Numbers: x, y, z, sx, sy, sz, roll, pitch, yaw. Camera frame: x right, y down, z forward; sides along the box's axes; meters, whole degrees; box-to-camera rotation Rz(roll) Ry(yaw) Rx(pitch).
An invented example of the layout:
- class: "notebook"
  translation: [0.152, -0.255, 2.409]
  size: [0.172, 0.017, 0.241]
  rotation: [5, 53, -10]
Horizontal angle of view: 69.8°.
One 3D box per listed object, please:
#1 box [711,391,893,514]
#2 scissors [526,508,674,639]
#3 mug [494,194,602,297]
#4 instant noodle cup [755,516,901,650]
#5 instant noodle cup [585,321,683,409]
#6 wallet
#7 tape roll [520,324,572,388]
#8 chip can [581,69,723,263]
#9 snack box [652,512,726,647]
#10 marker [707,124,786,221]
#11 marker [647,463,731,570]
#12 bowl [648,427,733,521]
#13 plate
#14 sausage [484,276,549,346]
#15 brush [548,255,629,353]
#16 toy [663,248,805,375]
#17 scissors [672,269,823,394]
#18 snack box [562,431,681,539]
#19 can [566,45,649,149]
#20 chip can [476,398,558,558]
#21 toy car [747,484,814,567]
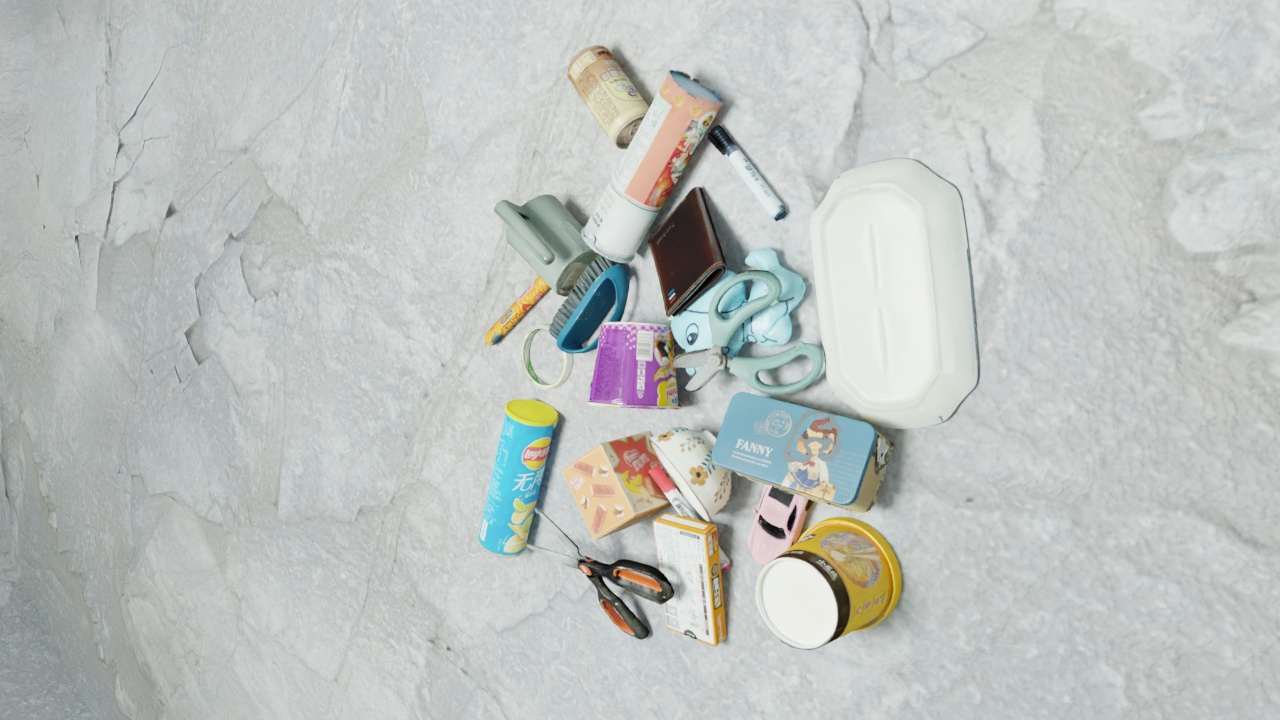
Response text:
- class: "box"
  translation: [0.160, 0.092, 0.949]
  size: [0.184, 0.062, 0.089]
  rotation: [12, 78, 35]
- class: "scissors"
  translation: [-0.048, 0.264, 1.116]
  size: [0.221, 0.021, 0.234]
  rotation: [-8, 123, 46]
- class: "mug"
  translation: [-0.113, -0.143, 1.120]
  size: [0.084, 0.123, 0.103]
  rotation: [-48, 68, 14]
- class: "instant noodle cup"
  translation: [0.185, 0.230, 0.931]
  size: [0.119, 0.114, 0.118]
  rotation: [8, 102, 39]
- class: "instant noodle cup"
  translation: [-0.006, 0.006, 1.068]
  size: [0.112, 0.111, 0.099]
  rotation: [0, 87, 40]
- class: "wallet"
  translation: [0.050, -0.121, 1.026]
  size: [0.097, 0.020, 0.122]
  rotation: [-42, 45, 35]
- class: "tape roll"
  translation: [-0.126, -0.006, 1.219]
  size: [0.086, 0.013, 0.086]
  rotation: [7, 101, 39]
- class: "chip can"
  translation: [0.010, -0.216, 1.038]
  size: [0.071, 0.071, 0.215]
  rotation: [47, 123, 25]
- class: "snack box"
  translation: [0.058, 0.257, 1.076]
  size: [0.075, 0.026, 0.154]
  rotation: [9, 115, 37]
- class: "marker"
  translation: [0.114, -0.202, 0.988]
  size: [0.022, 0.018, 0.130]
  rotation: [-30, 71, -7]
- class: "marker"
  translation: [0.058, 0.184, 1.074]
  size: [0.017, 0.017, 0.145]
  rotation: [-40, 83, 36]
- class: "bowl"
  translation: [0.066, 0.118, 1.034]
  size: [0.062, 0.113, 0.113]
  rotation: [-36, 68, -6]
- class: "plate"
  translation: [0.238, -0.062, 0.895]
  size: [0.162, 0.034, 0.266]
  rotation: [-3, 94, 40]
- class: "sausage"
  translation: [-0.167, -0.067, 1.239]
  size: [0.166, 0.021, 0.021]
  rotation: [-41, 70, 36]
- class: "brush"
  translation: [-0.057, -0.060, 1.127]
  size: [0.073, 0.055, 0.144]
  rotation: [53, 124, 23]
- class: "toy"
  translation: [0.097, -0.050, 1.006]
  size: [0.156, 0.049, 0.161]
  rotation: [22, 105, 33]
- class: "scissors"
  translation: [0.101, -0.029, 0.969]
  size: [0.177, 0.019, 0.172]
  rotation: [-4, 109, 29]
- class: "snack box"
  translation: [-0.022, 0.149, 1.104]
  size: [0.077, 0.092, 0.094]
  rotation: [-37, 73, 37]
- class: "can"
  translation: [-0.035, -0.308, 1.070]
  size: [0.059, 0.058, 0.116]
  rotation: [-44, 68, 35]
- class: "chip can"
  translation: [-0.167, 0.160, 1.242]
  size: [0.071, 0.071, 0.210]
  rotation: [29, 114, 33]
- class: "toy car"
  translation: [0.151, 0.174, 1.002]
  size: [0.056, 0.037, 0.122]
  rotation: [28, 115, 35]
